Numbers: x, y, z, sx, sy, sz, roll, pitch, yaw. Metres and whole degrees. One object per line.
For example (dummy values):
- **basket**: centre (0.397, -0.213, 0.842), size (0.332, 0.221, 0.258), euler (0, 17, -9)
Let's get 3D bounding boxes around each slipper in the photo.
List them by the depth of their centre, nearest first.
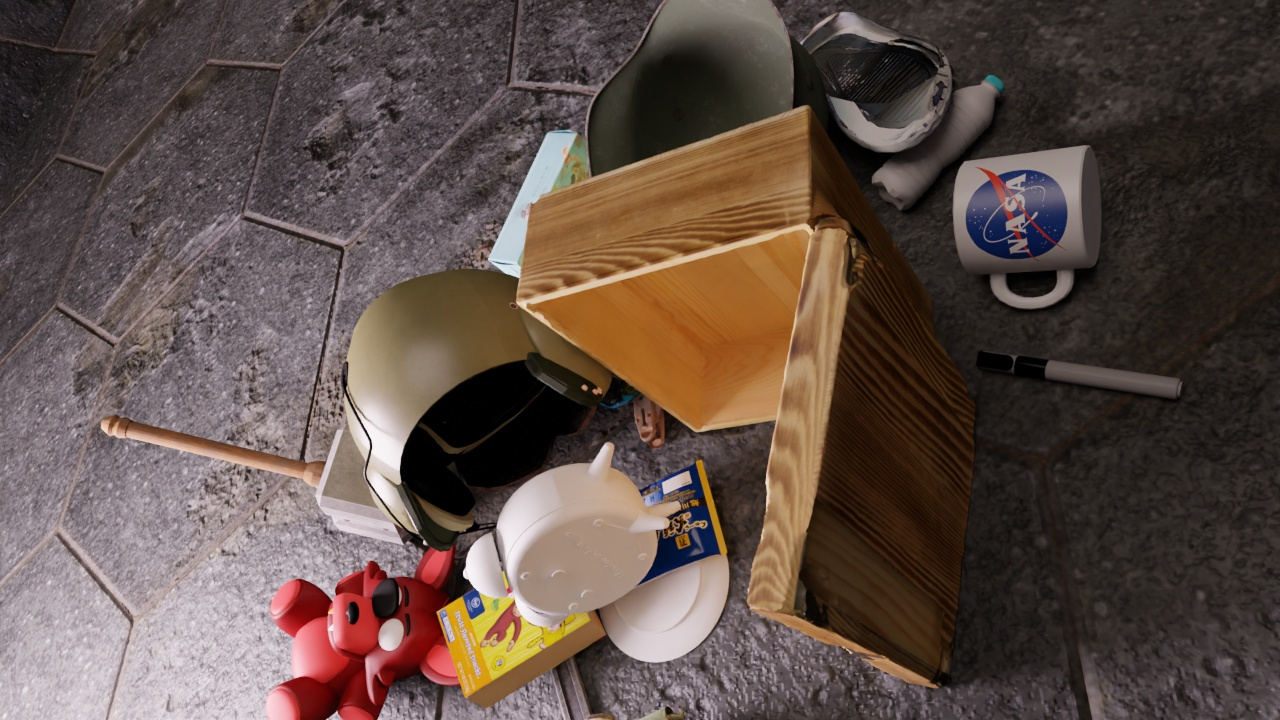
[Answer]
- **slipper**: centre (0.221, -0.260, 0.873), size (0.111, 0.063, 0.263), euler (-43, 36, 10)

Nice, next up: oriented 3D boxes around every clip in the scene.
- **clip**: centre (0.011, 0.058, 0.878), size (0.026, 0.049, 0.061), euler (-30, 12, 20)

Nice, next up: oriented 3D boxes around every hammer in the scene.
- **hammer**: centre (-0.383, 0.101, 0.929), size (0.317, 0.163, 0.082), euler (14, 69, -5)

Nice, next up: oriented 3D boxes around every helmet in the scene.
- **helmet**: centre (-0.137, 0.033, 0.824), size (0.250, 0.255, 0.233), euler (-44, 51, 7)
- **helmet**: centre (0.084, -0.215, 0.858), size (0.227, 0.153, 0.268), euler (23, 118, 36)

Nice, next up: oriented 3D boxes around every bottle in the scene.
- **bottle**: centre (0.267, -0.196, 0.814), size (0.136, 0.044, 0.044), euler (-46, 49, 6)

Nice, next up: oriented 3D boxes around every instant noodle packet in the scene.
- **instant noodle packet**: centre (0.008, 0.152, 0.808), size (0.134, 0.026, 0.087), euler (-28, 56, 21)

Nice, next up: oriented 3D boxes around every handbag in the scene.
- **handbag**: centre (0.006, 0.341, 0.658), size (0.113, 0.117, 0.186), euler (-29, 50, 1)

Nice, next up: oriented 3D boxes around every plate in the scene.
- **plate**: centre (0.015, 0.194, 0.806), size (0.135, 0.011, 0.134), euler (-17, 58, 28)

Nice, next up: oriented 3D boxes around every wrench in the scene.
- **wrench**: centre (-0.045, 0.329, 0.778), size (0.070, 0.010, 0.273), euler (-36, 50, 14)

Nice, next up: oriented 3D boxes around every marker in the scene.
- **marker**: centre (0.323, 0.010, 0.683), size (0.141, 0.016, 0.016), euler (11, 73, 39)

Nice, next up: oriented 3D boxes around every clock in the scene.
- **clock**: centre (-0.052, 0.153, 0.742), size (0.161, 0.125, 0.072), euler (-37, 40, 9)

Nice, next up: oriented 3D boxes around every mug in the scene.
- **mug**: centre (0.304, -0.100, 0.717), size (0.090, 0.090, 0.121), euler (-1, 101, 35)

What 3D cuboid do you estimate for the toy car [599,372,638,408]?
- **toy car**: centre (-0.005, 0.005, 0.909), size (0.048, 0.032, 0.105), euler (23, 67, 41)

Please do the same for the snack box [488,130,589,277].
- **snack box**: centre (-0.100, -0.167, 1.040), size (0.053, 0.075, 0.174), euler (11, 73, 39)

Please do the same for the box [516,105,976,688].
- **box**: centre (0.099, 0.049, 0.651), size (0.287, 0.279, 0.335), euler (-14, 57, 29)

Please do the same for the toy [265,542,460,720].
- **toy**: centre (-0.266, 0.270, 0.903), size (0.197, 0.120, 0.158), euler (-24, 51, 13)

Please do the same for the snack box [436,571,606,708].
- **snack box**: centre (-0.108, 0.237, 0.827), size (0.126, 0.040, 0.088), euler (-32, 51, 0)
